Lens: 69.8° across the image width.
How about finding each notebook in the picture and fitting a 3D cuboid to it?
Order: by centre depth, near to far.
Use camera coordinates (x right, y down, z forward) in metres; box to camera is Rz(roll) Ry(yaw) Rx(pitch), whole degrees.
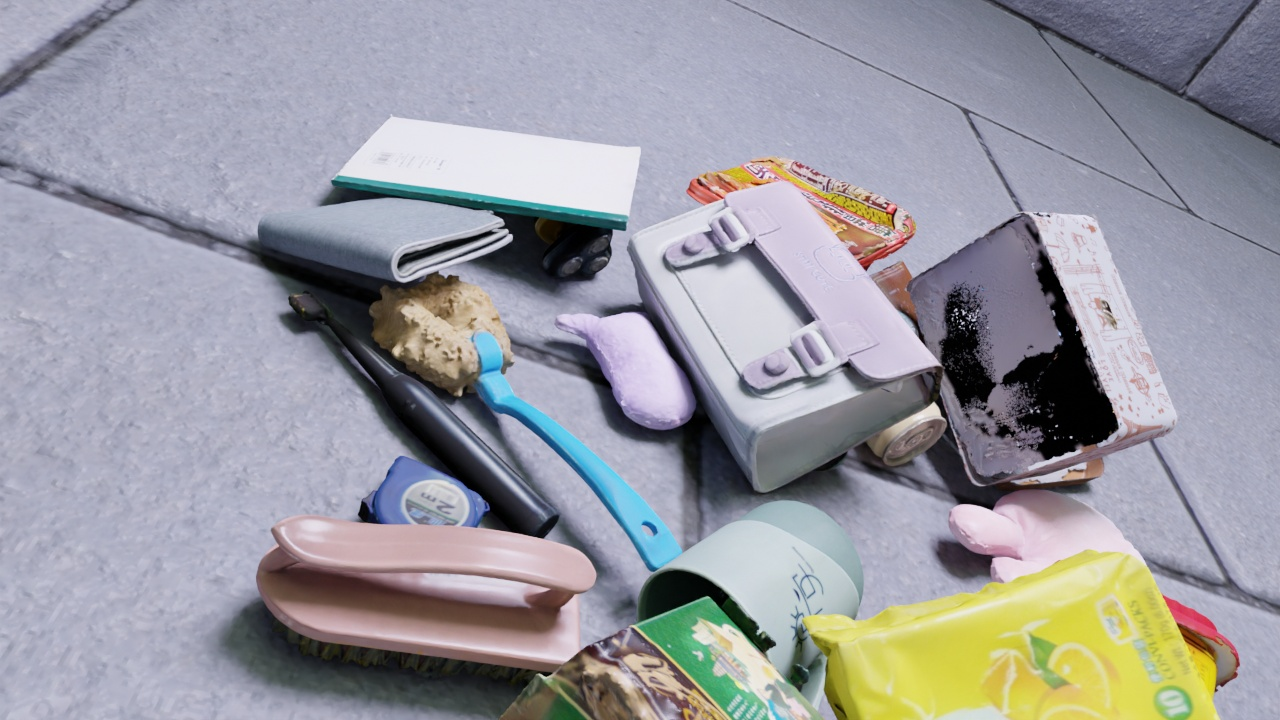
[{"bbox_3d":[-0.107,-0.147,0.698,0.209,0.012,0.150,8,32,-1],"label":"notebook"}]

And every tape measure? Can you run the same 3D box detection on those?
[{"bbox_3d":[-0.113,0.080,0.473,0.058,0.025,0.054,25,38,1],"label":"tape measure"}]

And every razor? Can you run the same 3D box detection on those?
[{"bbox_3d":[-0.063,-0.126,0.740,0.067,0.062,0.167,41,18,-39],"label":"razor"}]

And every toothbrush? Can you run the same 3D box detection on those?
[{"bbox_3d":[-0.130,0.026,0.526,0.212,0.026,0.027,40,26,16],"label":"toothbrush"}]

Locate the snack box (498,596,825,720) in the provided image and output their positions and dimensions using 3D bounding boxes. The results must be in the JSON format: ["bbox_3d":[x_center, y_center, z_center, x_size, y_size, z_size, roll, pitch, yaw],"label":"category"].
[{"bbox_3d":[0.012,0.172,0.388,0.118,0.118,0.105,45,27,17],"label":"snack box"}]

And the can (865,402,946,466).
[{"bbox_3d":[0.179,0.020,0.711,0.058,0.059,0.116,-2,46,-35],"label":"can"}]

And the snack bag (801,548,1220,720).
[{"bbox_3d":[0.187,0.212,0.403,0.158,0.068,0.246,-15,70,-7],"label":"snack bag"}]

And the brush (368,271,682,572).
[{"bbox_3d":[-0.069,0.028,0.539,0.254,0.046,0.083,42,33,26],"label":"brush"}]

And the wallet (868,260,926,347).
[{"bbox_3d":[0.227,-0.034,0.785,0.101,0.032,0.124,61,29,3],"label":"wallet"}]

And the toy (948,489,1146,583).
[{"bbox_3d":[0.288,0.137,0.648,0.159,0.054,0.121,7,34,-28],"label":"toy"}]

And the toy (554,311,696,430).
[{"bbox_3d":[-0.004,0.004,0.626,0.083,0.039,0.108,-4,50,-37],"label":"toy"}]

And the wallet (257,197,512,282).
[{"bbox_3d":[-0.161,-0.078,0.589,0.130,0.037,0.106,15,25,33],"label":"wallet"}]

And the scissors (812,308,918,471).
[{"bbox_3d":[0.121,0.013,0.675,0.170,0.019,0.180,0,54,7],"label":"scissors"}]

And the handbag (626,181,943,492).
[{"bbox_3d":[0.094,-0.028,0.640,0.145,0.098,0.197,-23,55,-9],"label":"handbag"}]

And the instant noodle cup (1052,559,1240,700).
[{"bbox_3d":[0.252,0.197,0.510,0.116,0.116,0.123,27,48,6],"label":"instant noodle cup"}]

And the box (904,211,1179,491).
[{"bbox_3d":[0.329,-0.003,0.714,0.197,0.158,0.180,1,66,-33],"label":"box"}]

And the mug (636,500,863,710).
[{"bbox_3d":[0.068,0.139,0.485,0.106,0.082,0.111,-21,89,-47],"label":"mug"}]

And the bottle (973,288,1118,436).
[{"bbox_3d":[0.370,-0.014,0.877,0.065,0.065,0.218,-8,51,-39],"label":"bottle"}]

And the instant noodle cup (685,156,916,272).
[{"bbox_3d":[0.139,-0.114,0.815,0.164,0.079,0.188,33,34,24],"label":"instant noodle cup"}]

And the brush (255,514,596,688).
[{"bbox_3d":[-0.097,0.103,0.417,0.145,0.073,0.063,14,40,-17],"label":"brush"}]
